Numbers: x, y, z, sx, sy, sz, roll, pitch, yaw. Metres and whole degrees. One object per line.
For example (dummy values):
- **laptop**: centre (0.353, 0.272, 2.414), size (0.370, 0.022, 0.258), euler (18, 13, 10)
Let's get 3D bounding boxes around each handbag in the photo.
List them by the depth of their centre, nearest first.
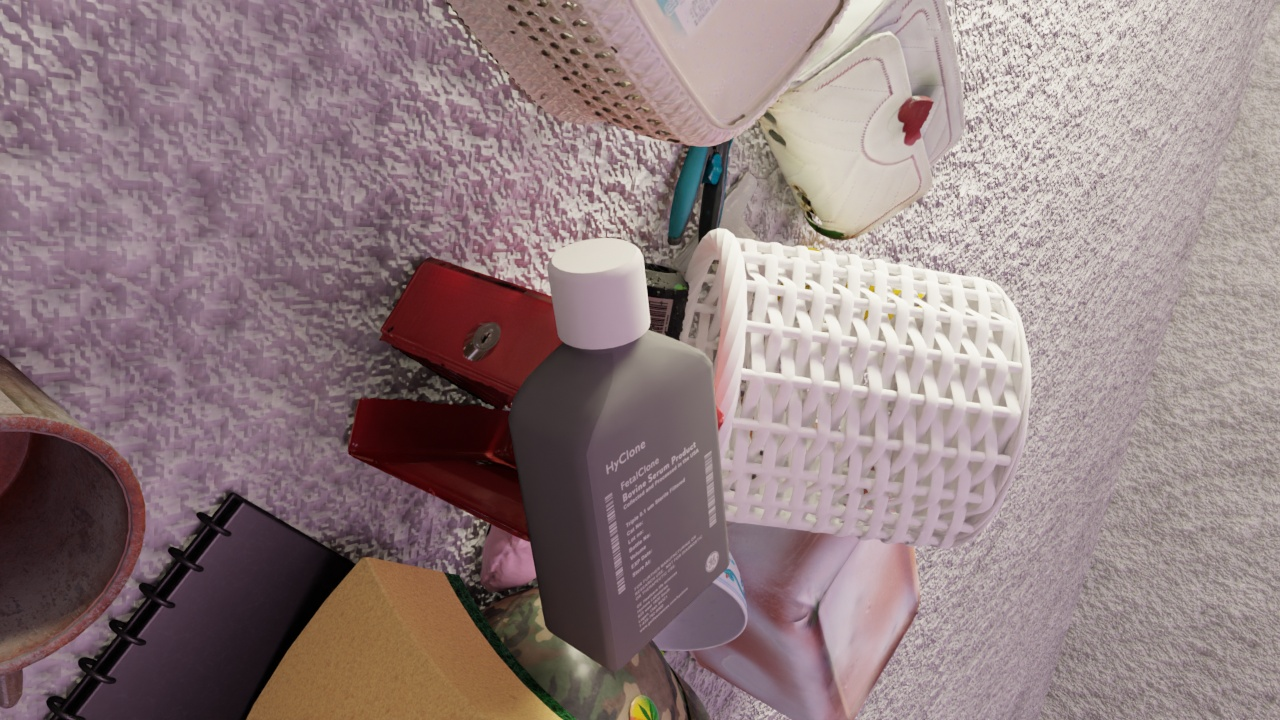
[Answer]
- **handbag**: centre (0.158, -0.188, 0.674), size (0.142, 0.096, 0.198), euler (-47, 147, 1)

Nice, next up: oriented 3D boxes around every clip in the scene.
- **clip**: centre (0.068, -0.088, 0.685), size (0.101, 0.040, 0.054), euler (-52, 127, -19)

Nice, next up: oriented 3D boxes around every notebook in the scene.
- **notebook**: centre (-0.229, 0.197, 0.470), size (0.231, 0.019, 0.169), euler (-56, 142, -16)

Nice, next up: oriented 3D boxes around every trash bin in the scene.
- **trash bin**: centre (0.132, 0.181, 0.792), size (0.181, 0.157, 0.260), euler (-48, 138, -25)

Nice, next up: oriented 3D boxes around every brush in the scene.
- **brush**: centre (-0.093, 0.237, 0.436), size (0.075, 0.250, 0.195), euler (33, 85, -55)

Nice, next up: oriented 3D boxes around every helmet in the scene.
- **helmet**: centre (-0.050, 0.271, 0.581), size (0.236, 0.193, 0.223), euler (60, 32, -35)

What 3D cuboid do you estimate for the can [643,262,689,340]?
- **can**: centre (-0.004, 0.004, 0.621), size (0.053, 0.054, 0.138), euler (-7, 112, -49)

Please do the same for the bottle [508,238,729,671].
- **bottle**: centre (-0.009, 0.036, 0.382), size (0.083, 0.046, 0.174), euler (-33, 129, -38)

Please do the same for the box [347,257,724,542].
- **box**: centre (-0.051, 0.021, 0.491), size (0.135, 0.158, 0.117), euler (17, 89, -54)

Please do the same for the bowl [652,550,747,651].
- **bowl**: centre (0.007, 0.142, 0.654), size (0.144, 0.144, 0.074), euler (64, 29, -44)

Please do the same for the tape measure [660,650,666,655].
- **tape measure**: centre (-0.005, 0.213, 0.718), size (0.065, 0.059, 0.036), euler (-57, 146, -15)

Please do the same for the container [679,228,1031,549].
- **container**: centre (0.121, 0.021, 0.606), size (0.186, 0.189, 0.189), euler (8, 105, -8)

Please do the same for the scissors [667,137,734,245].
- **scissors**: centre (0.050, -0.142, 0.642), size (0.130, 0.019, 0.151), euler (-47, 134, -33)

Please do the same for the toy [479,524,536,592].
- **toy**: centre (-0.065, 0.102, 0.586), size (0.098, 0.053, 0.096), euler (-47, 171, -24)

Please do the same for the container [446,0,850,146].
- **container**: centre (-0.004, -0.219, 0.438), size (0.184, 0.143, 0.251), euler (-48, 140, -3)

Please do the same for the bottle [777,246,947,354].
- **bottle**: centre (0.197, -0.043, 0.753), size (0.070, 0.164, 0.071), euler (-26, 126, -42)

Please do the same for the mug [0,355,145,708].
- **mug**: centre (-0.238, 0.059, 0.319), size (0.096, 0.110, 0.123), euler (-12, 117, -42)
